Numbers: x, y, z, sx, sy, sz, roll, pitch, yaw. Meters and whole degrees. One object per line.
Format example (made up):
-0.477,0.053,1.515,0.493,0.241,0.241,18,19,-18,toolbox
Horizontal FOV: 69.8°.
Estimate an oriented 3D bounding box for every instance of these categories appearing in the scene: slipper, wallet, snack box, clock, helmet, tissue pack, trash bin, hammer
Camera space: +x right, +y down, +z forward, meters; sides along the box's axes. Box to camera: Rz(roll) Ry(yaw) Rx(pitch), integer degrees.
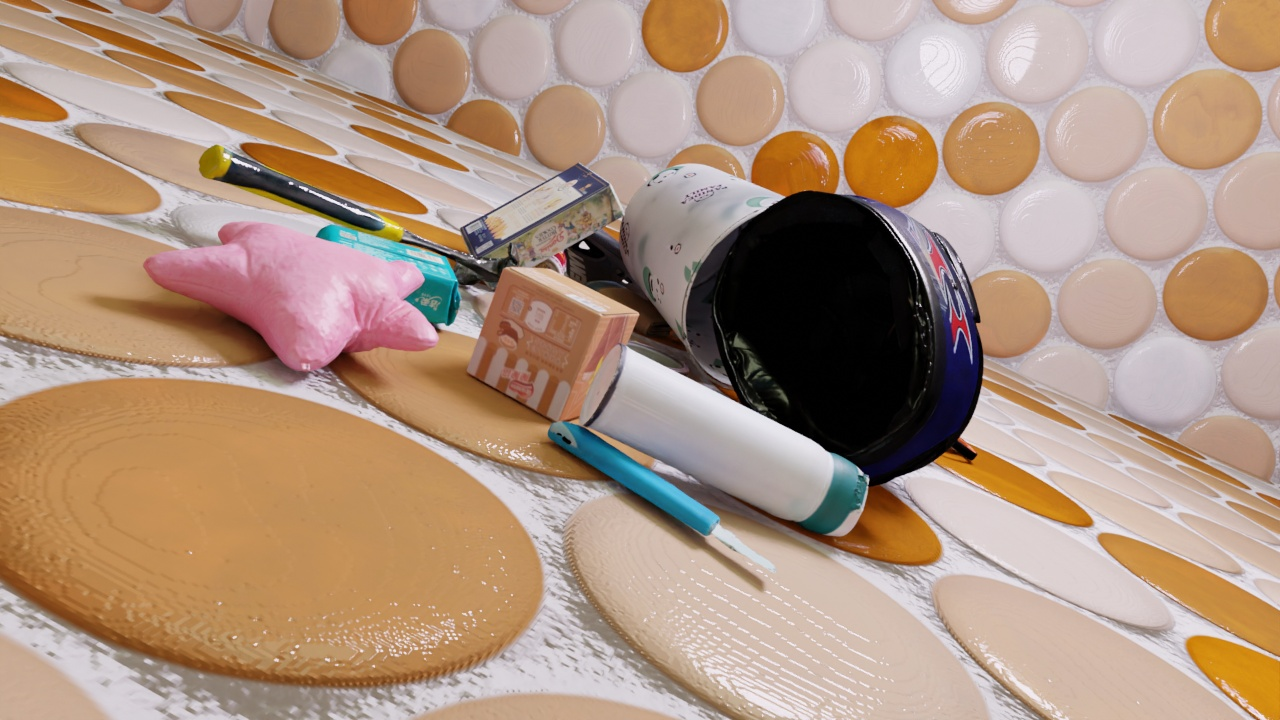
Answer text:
-0.049,-0.130,1.313,0.111,0.083,0.268,39,2,28,slipper
-0.013,-0.067,1.196,0.115,0.033,0.090,30,18,25,wallet
-0.125,-0.169,1.118,0.046,0.182,0.178,63,-4,-25,snack box
0.007,0.023,0.808,0.082,0.055,0.122,12,14,-40,clock
0.214,-0.004,0.889,0.240,0.248,0.315,34,32,-46,helmet
-0.231,-0.077,0.822,0.133,0.050,0.093,15,15,-25,tissue pack
0.103,-0.118,1.121,0.229,0.230,0.252,15,19,-30,trash bin
-0.249,-0.130,0.873,0.126,0.032,0.322,2,-12,44,hammer
-0.070,-0.015,0.746,0.093,0.094,0.077,27,14,18,snack box

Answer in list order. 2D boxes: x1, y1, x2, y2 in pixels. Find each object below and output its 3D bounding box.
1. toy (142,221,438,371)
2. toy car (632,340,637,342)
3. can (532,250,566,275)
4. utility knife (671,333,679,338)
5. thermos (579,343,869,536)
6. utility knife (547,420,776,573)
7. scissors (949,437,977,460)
-0.240,-0.046,0.644,0.194,0.075,0.178,13,26,-23,toy
-0.005,0.005,0.906,0.090,0.035,0.042,32,18,35,toy car
-0.122,-0.116,1.155,0.053,0.053,0.132,21,13,-8,can
0.125,-0.015,1.251,0.222,0.013,0.029,12,18,-39,utility knife
0.067,0.066,0.689,0.224,0.073,0.073,27,12,-13,thermos
0.014,0.092,0.626,0.194,0.018,0.034,29,8,31,utility knife
0.350,0.062,1.182,0.235,0.022,0.142,36,15,-19,scissors
